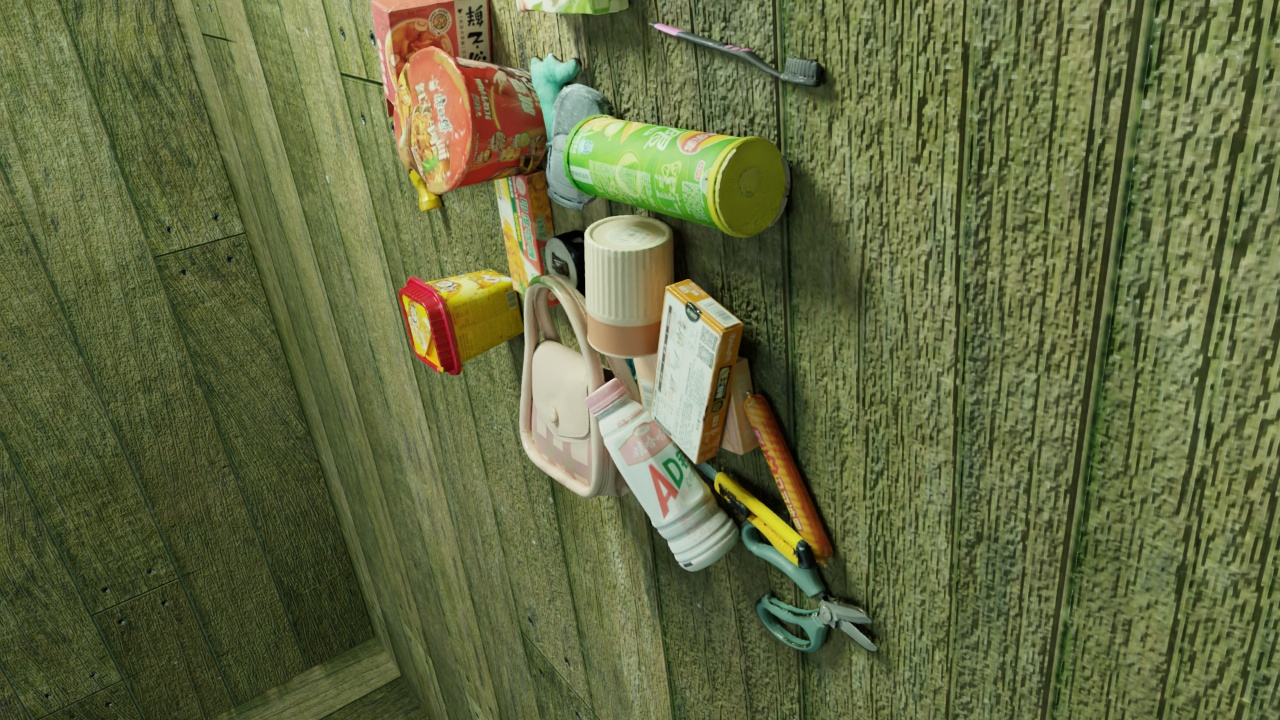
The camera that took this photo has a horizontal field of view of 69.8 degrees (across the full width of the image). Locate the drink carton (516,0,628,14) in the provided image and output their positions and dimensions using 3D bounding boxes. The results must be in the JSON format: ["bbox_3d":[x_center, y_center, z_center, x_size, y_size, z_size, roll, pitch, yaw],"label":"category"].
[{"bbox_3d":[-0.063,-0.322,0.776,0.122,0.045,0.053,28,132,49],"label":"drink carton"}]

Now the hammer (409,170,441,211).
[{"bbox_3d":[-0.232,-0.254,1.130,0.301,0.032,0.129,10,120,58],"label":"hammer"}]

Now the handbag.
[{"bbox_3d":[-0.071,0.018,0.985,0.193,0.093,0.234,24,128,56],"label":"handbag"}]

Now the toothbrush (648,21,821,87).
[{"bbox_3d":[0.063,-0.228,0.663,0.189,0.014,0.018,38,131,43],"label":"toothbrush"}]

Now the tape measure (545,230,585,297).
[{"bbox_3d":[-0.071,-0.102,0.963,0.066,0.033,0.066,33,136,45],"label":"tape measure"}]

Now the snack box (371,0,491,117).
[{"bbox_3d":[-0.215,-0.320,0.967,0.044,0.113,0.127,42,144,37],"label":"snack box"}]

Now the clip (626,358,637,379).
[{"bbox_3d":[-0.004,0.005,0.940,0.014,0.047,0.057,54,151,22],"label":"clip"}]

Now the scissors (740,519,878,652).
[{"bbox_3d":[0.144,0.201,0.829,0.177,0.019,0.171,-21,91,63],"label":"scissors"}]

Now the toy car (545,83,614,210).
[{"bbox_3d":[-0.059,-0.196,0.851,0.054,0.036,0.121,26,136,11],"label":"toy car"}]

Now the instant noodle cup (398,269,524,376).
[{"bbox_3d":[-0.223,-0.057,1.160,0.116,0.123,0.116,26,132,51],"label":"instant noodle cup"}]

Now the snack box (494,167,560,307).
[{"bbox_3d":[-0.126,-0.143,1.033,0.077,0.027,0.156,29,134,47],"label":"snack box"}]

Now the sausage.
[{"bbox_3d":[0.126,0.100,0.782,0.021,0.021,0.165,-26,87,62],"label":"sausage"}]

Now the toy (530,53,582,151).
[{"bbox_3d":[-0.078,-0.249,0.872,0.097,0.030,0.092,-4,109,54],"label":"toy"}]

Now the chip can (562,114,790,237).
[{"bbox_3d":[0.018,-0.152,0.732,0.221,0.072,0.073,26,132,50],"label":"chip can"}]

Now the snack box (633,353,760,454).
[{"bbox_3d":[0.049,0.028,0.857,0.157,0.026,0.084,17,123,55],"label":"snack box"}]

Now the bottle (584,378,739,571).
[{"bbox_3d":[0.016,0.108,0.890,0.197,0.068,0.068,55,152,-3],"label":"bottle"}]

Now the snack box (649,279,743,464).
[{"bbox_3d":[0.045,0.012,0.796,0.075,0.026,0.154,45,143,37],"label":"snack box"}]

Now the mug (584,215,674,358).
[{"bbox_3d":[-0.011,-0.076,0.843,0.114,0.081,0.106,-101,9,-58],"label":"mug"}]

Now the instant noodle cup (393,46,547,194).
[{"bbox_3d":[-0.164,-0.240,0.919,0.138,0.108,0.138,15,111,43],"label":"instant noodle cup"}]

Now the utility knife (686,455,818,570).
[{"bbox_3d":[0.093,0.132,0.846,0.216,0.015,0.033,37,144,55],"label":"utility knife"}]
